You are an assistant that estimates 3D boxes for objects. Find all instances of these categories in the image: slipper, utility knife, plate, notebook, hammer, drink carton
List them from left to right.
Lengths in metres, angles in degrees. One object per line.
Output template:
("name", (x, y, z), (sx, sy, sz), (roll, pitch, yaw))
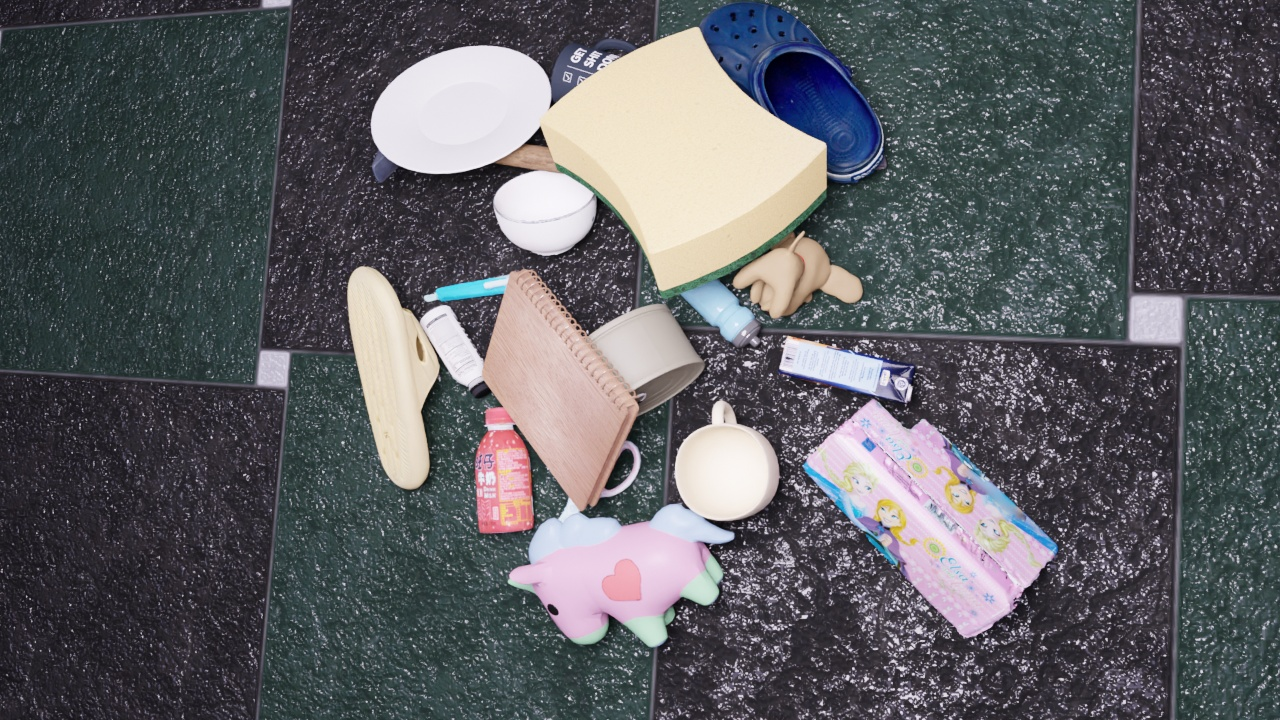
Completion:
("slipper", (-0.269, 0.018, 1.055), (0.111, 0.079, 0.261), (8, 108, 52))
("plate", (-0.204, -0.285, 1.048), (0.209, 0.015, 0.208), (-4, 57, 6))
("utility knife", (-0.203, -0.085, 1.085), (0.124, 0.015, 0.022), (-6, 71, 18))
("hammer", (-0.148, -0.232, 1.035), (0.322, 0.040, 0.129), (11, 55, 17))
("notebook", (-0.089, 0.026, 0.949), (0.210, 0.022, 0.170), (49, 137, 28))
("slipper", (0.158, -0.292, 0.950), (0.105, 0.095, 0.253), (-42, 73, 8))
("drink carton", (0.211, 0.010, 0.928), (0.130, 0.064, 0.040), (14, 92, 18))

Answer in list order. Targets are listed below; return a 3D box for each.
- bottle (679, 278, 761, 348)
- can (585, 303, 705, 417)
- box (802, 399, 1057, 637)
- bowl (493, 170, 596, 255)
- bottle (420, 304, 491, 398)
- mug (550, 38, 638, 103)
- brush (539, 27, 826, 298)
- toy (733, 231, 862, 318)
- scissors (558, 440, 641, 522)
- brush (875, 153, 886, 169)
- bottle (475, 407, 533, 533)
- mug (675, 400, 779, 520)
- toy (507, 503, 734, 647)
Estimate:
("bottle", (0.081, -0.062, 0.985), (0.040, 0.040, 0.130), (-46, 75, 8))
("can", (-0.006, 0.006, 0.960), (0.128, 0.127, 0.073), (-33, 75, 11))
("box", (0.285, 0.147, 0.913), (0.230, 0.105, 0.087), (47, 142, 15))
("bowl", (-0.103, -0.160, 1.024), (0.113, 0.063, 0.113), (-4, 41, 4))
("bottle", (-0.211, -0.008, 1.066), (0.041, 0.041, 0.116), (-37, 77, 10))
("mug", (-0.042, -0.323, 1.034), (0.077, 0.071, 0.104), (22, 65, 17))
("brush", (0.040, -0.203, 0.915), (0.195, 0.075, 0.250), (-33, 59, -8))
("toy", (0.150, -0.089, 0.938), (0.134, 0.108, 0.106), (41, 113, 15))
("scissors", (-0.057, 0.160, 1.021), (0.105, 0.016, 0.179), (17, 90, 17))
("brush", (0.185, -0.217, 0.982), (0.151, 0.012, 0.039), (-2, 84, 17))
("bottle", (-0.154, 0.122, 1.029), (0.062, 0.062, 0.137), (-7, 82, 16))
("mug", (0.092, 0.102, 0.937), (0.096, 0.099, 0.120), (-8, 81, 17))
("toy", (-0.019, 0.210, 0.951), (0.171, 0.120, 0.222), (46, 108, -1))
